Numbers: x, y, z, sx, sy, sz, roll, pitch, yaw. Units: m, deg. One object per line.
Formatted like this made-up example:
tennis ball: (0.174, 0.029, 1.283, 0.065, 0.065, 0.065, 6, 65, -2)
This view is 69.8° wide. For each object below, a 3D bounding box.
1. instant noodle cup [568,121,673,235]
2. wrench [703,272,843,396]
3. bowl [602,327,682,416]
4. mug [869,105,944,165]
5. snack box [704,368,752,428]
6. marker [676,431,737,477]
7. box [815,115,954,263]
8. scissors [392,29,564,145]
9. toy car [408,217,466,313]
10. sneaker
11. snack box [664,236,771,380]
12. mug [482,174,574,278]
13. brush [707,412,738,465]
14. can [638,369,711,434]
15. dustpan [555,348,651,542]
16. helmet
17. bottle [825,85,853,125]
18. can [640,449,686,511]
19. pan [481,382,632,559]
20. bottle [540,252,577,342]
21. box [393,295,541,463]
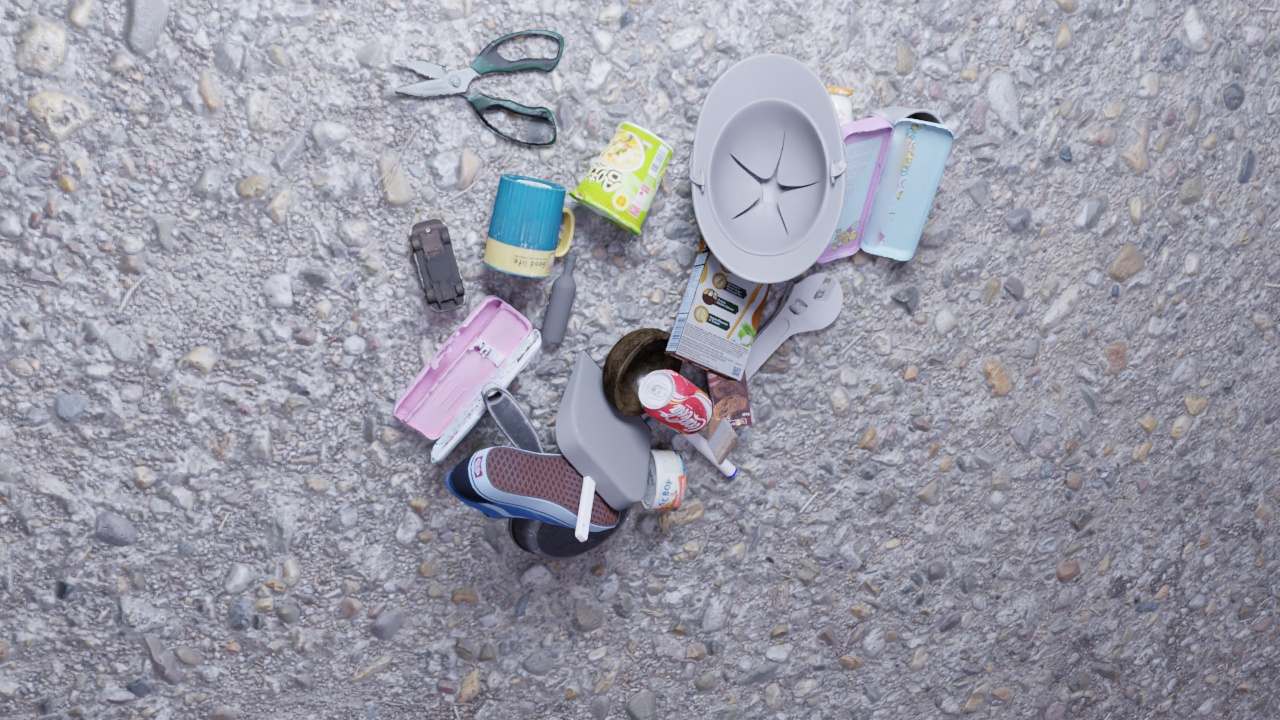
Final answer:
instant noodle cup: (-0.016, -0.219, 1.093, 0.099, 0.099, 0.108, 30, 92, -25)
wrench: (0.174, -0.011, 1.276, 0.086, 0.018, 0.273, 38, 98, -26)
bowl: (-0.007, 0.007, 1.195, 0.121, 0.056, 0.121, -29, 136, -33)
mug: (0.330, -0.292, 1.181, 0.113, 0.070, 0.084, 29, 100, -25)
snack box: (0.115, 0.022, 1.246, 0.051, 0.031, 0.141, -10, 107, -2)
marker: (0.087, 0.120, 1.298, 0.020, 0.020, 0.141, -45, 117, 3)
box: (0.301, -0.212, 1.169, 0.150, 0.048, 0.215, 0, 139, -2)
scissors: (-0.180, -0.296, 1.050, 0.209, 0.015, 0.147, -14, 116, -12)
toy car: (-0.241, -0.113, 1.093, 0.048, 0.040, 0.113, -15, 97, -12)
sneaker: (-0.131, 0.159, 1.114, 0.098, 0.083, 0.241, -21, 148, 36)
snack box: (0.108, -0.079, 1.181, 0.101, 0.032, 0.186, 22, 81, -24)
mug: (-0.126, -0.160, 1.093, 0.113, 0.083, 0.107, -4, 112, -47)
brush: (0.094, 0.080, 1.215, 0.008, 0.143, 0.045, 20, 112, -25)
can: (0.045, 0.053, 1.185, 0.064, 0.064, 0.104, -49, 145, 5)
dustpan: (-0.049, 0.122, 1.139, 0.033, 0.257, 0.163, -27, 119, 21)
helmet: (0.160, -0.227, 1.133, 0.183, 0.117, 0.271, -1, 90, 12)
bottle: (0.241, -0.289, 1.158, 0.063, 0.063, 0.109, 1, 111, -18)
can: (0.029, 0.164, 1.261, 0.043, 0.086, 0.086, 4, 110, -17)
pan: (-0.113, 0.148, 1.177, 0.187, 0.055, 0.357, -33, 139, -6)
bottle: (-0.099, -0.080, 1.153, 0.030, 0.030, 0.113, 9, 108, -21)
box: (-0.209, 0.025, 1.121, 0.087, 0.102, 0.202, 39, 96, -29)
